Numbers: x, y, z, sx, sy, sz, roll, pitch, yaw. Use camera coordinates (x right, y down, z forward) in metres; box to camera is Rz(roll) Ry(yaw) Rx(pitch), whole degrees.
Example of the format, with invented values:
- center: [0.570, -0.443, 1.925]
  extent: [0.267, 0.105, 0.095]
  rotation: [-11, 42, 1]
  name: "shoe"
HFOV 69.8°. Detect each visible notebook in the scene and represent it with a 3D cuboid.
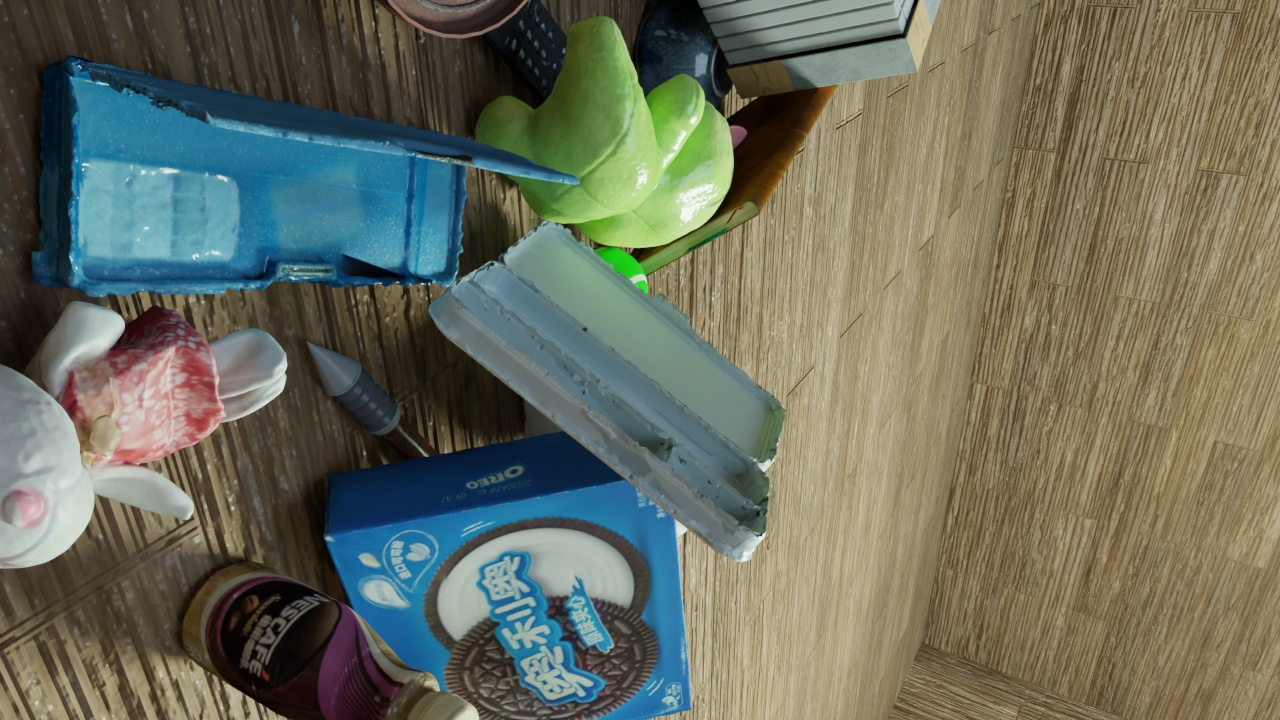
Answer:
- center: [0.073, -0.156, 0.744]
  extent: [0.014, 0.179, 0.248]
  rotation: [45, 54, -17]
  name: "notebook"

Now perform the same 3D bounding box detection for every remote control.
- center: [-0.063, -0.194, 0.600]
  extent: [0.150, 0.022, 0.047]
  rotation: [37, 71, -63]
  name: "remote control"

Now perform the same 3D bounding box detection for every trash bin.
- center: [0.107, -0.334, 0.639]
  extent: [0.247, 0.143, 0.142]
  rotation: [51, 52, -42]
  name: "trash bin"

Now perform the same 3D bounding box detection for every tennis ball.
- center: [-0.027, -0.053, 0.689]
  extent: [0.065, 0.065, 0.065]
  rotation: [-37, 134, -50]
  name: "tennis ball"

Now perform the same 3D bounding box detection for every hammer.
- center: [-0.126, 0.083, 0.611]
  extent: [0.155, 0.043, 0.322]
  rotation: [-61, 147, -24]
  name: "hammer"

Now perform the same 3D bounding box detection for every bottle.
- center: [-0.153, 0.153, 0.454]
  extent: [0.059, 0.166, 0.060]
  rotation: [-36, 134, -49]
  name: "bottle"

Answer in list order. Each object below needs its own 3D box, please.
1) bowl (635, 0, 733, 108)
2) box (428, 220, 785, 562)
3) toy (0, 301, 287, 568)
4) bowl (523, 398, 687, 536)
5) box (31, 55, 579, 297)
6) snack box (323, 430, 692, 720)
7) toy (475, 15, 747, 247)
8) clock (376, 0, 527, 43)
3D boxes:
- center: [0.044, -0.239, 0.737]
  extent: [0.110, 0.055, 0.110]
  rotation: [-38, 136, -50]
  name: "bowl"
- center: [-0.006, 0.006, 0.526]
  extent: [0.045, 0.209, 0.191]
  rotation: [-50, -174, 25]
  name: "box"
- center: [-0.227, 0.033, 0.347]
  extent: [0.193, 0.084, 0.159]
  rotation: [-30, 123, -52]
  name: "toy"
- center: [-0.035, 0.063, 0.676]
  extent: [0.066, 0.176, 0.176]
  rotation: [-32, 153, 11]
  name: "bowl"
- center: [-0.135, -0.072, 0.431]
  extent: [0.231, 0.112, 0.094]
  rotation: [-8, 110, -60]
  name: "box"
- center: [-0.073, 0.155, 0.589]
  extent: [0.056, 0.195, 0.239]
  rotation: [-107, -171, -53]
  name: "snack box"
- center: [-0.008, -0.127, 0.606]
  extent: [0.196, 0.150, 0.107]
  rotation: [20, 46, -51]
  name: "toy"
- center: [-0.108, -0.228, 0.420]
  extent: [0.120, 0.072, 0.157]
  rotation: [-54, 148, -6]
  name: "clock"
